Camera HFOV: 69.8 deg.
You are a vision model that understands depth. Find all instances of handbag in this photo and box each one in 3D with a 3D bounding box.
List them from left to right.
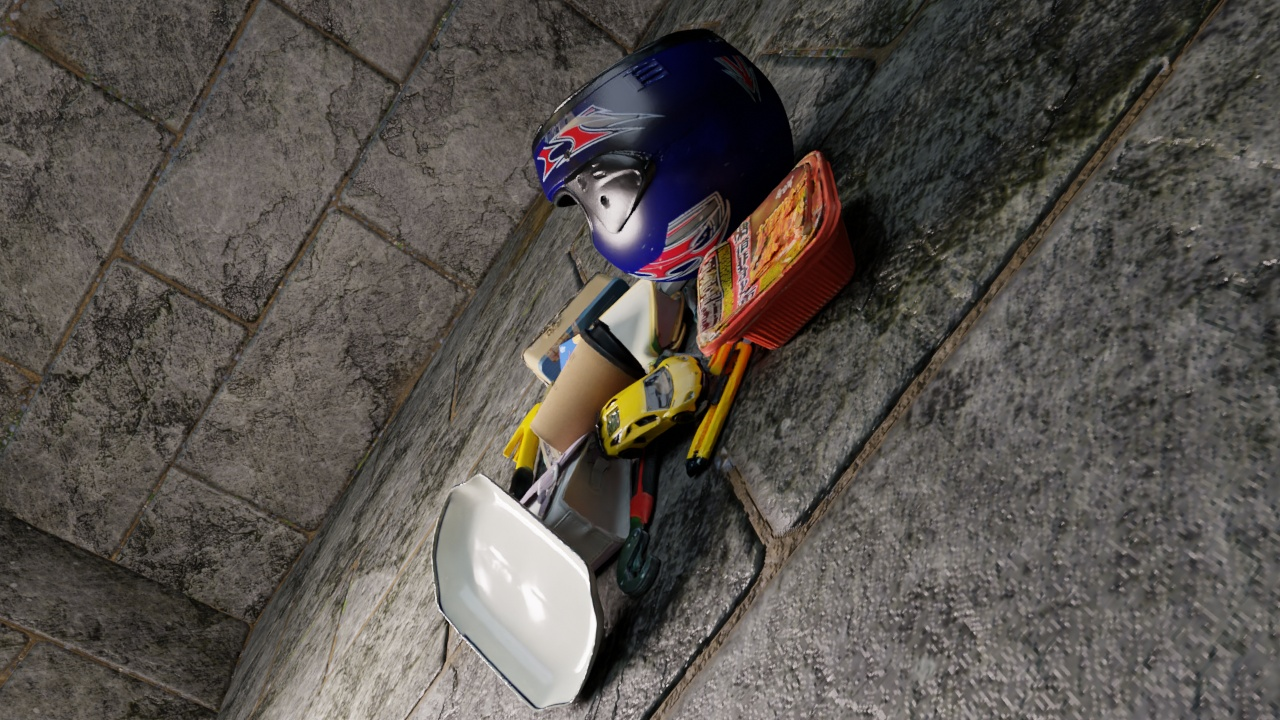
[{"bbox_3d":[-0.097,0.184,0.996,0.197,0.098,0.144,-48,15,28],"label":"handbag"},{"bbox_3d":[-0.007,0.007,1.127,0.164,0.063,0.178,-40,39,45],"label":"handbag"}]

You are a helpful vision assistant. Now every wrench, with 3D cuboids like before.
[{"bbox_3d":[0.006,0.128,0.933,0.056,0.016,0.272,-42,23,32],"label":"wrench"}]

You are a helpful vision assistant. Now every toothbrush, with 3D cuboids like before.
[{"bbox_3d":[0.066,-0.049,1.073,0.018,0.016,0.191,-63,15,20],"label":"toothbrush"}]

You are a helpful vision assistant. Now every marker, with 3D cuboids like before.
[{"bbox_3d":[0.091,-0.026,0.939,0.018,0.015,0.123,-63,-1,43],"label":"marker"}]

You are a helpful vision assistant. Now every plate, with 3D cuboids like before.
[{"bbox_3d":[-0.119,0.219,0.895,0.266,0.034,0.162,28,105,43],"label":"plate"}]

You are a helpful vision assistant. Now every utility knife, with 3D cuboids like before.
[{"bbox_3d":[0.084,0.024,0.900,0.033,0.015,0.202,-23,37,58],"label":"utility knife"}]

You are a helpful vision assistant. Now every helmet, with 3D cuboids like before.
[{"bbox_3d":[0.029,-0.208,1.056,0.246,0.240,0.316,-23,0,-42],"label":"helmet"}]

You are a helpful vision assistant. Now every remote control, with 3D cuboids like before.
[{"bbox_3d":[0.073,-0.145,1.209,0.135,0.019,0.056,-50,19,23],"label":"remote control"}]

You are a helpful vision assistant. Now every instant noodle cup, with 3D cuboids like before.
[{"bbox_3d":[0.132,-0.092,0.862,0.189,0.079,0.164,-48,20,31],"label":"instant noodle cup"}]

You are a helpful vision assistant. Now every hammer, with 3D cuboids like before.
[{"bbox_3d":[-0.167,0.163,1.313,0.129,0.033,0.300,-49,19,27],"label":"hammer"}]

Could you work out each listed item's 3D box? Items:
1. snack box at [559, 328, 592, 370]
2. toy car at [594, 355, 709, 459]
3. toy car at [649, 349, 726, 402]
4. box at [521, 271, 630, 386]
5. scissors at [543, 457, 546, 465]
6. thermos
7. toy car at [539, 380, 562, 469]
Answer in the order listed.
[{"bbox_3d":[-0.068,0.047,1.128,0.085,0.026,0.157,-25,67,59],"label":"snack box"},{"bbox_3d":[0.009,0.046,0.939,0.156,0.041,0.071,-35,50,39],"label":"toy car"},{"bbox_3d":[0.049,0.019,0.971,0.121,0.036,0.054,-2,62,58],"label":"toy car"},{"bbox_3d":[-0.071,-0.039,1.247,0.184,0.090,0.061,-49,40,-8],"label":"box"},{"bbox_3d":[-0.078,0.078,1.244,0.178,0.019,0.170,-60,16,-12],"label":"scissors"},{"bbox_3d":[-0.059,0.033,1.033,0.143,0.093,0.093,-52,18,6],"label":"thermos"},{"bbox_3d":[-0.097,0.094,1.112,0.070,0.042,0.158,-60,38,43],"label":"toy car"}]
